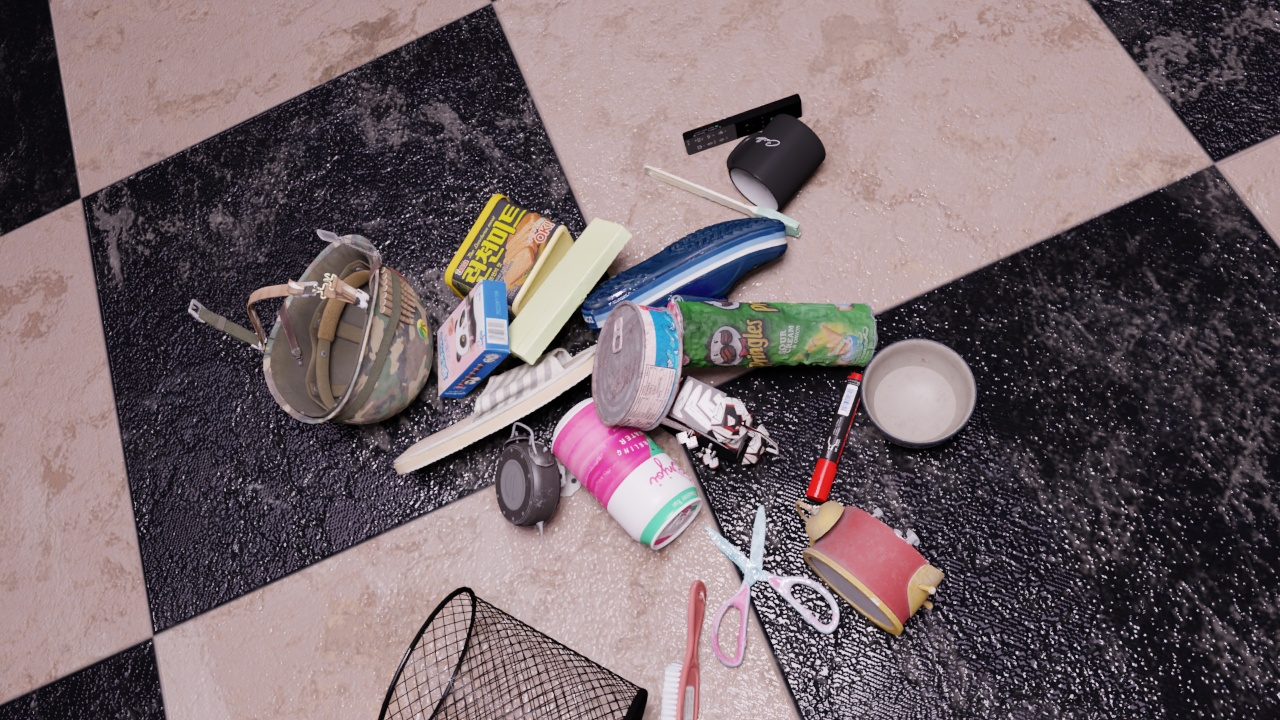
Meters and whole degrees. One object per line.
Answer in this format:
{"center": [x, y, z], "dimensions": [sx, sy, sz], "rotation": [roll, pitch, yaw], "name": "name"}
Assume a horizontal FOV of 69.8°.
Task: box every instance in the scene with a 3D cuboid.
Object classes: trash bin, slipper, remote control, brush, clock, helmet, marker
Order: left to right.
{"center": [-0.349, -0.039, 1.042], "dimensions": [0.193, 0.236, 0.224], "rotation": [-16, 76, 32], "name": "helmet"}
{"center": [-0.165, 0.050, 1.043], "dimensions": [0.273, 0.114, 0.054], "rotation": [-30, 101, 4], "name": "slipper"}
{"center": [-0.116, 0.348, 0.890], "dimensions": [0.210, 0.184, 0.183], "rotation": [20, 76, 12], "name": "trash bin"}
{"center": [-0.120, 0.130, 1.005], "dimensions": [0.091, 0.043, 0.123], "rotation": [19, 104, 52], "name": "clock"}
{"center": [0.043, 0.311, 0.939], "dimensions": [0.030, 0.041, 0.172], "rotation": [-4, 68, 29], "name": "brush"}
{"center": [0.054, -0.087, 1.053], "dimensions": [0.252, 0.105, 0.095], "rotation": [-25, 105, -10], "name": "slipper"}
{"center": [0.075, 0.073, 0.970], "dimensions": [0.155, 0.114, 0.065], "rotation": [19, 75, 35], "name": "clock"}
{"center": [0.095, -0.196, 1.112], "dimensions": [0.218, 0.033, 0.012], "rotation": [26, 76, 21], "name": "brush"}
{"center": [0.127, -0.292, 1.136], "dimensions": [0.150, 0.034, 0.013], "rotation": [-18, 68, 6], "name": "remote control"}
{"center": [0.213, 0.082, 0.990], "dimensions": [0.021, 0.023, 0.144], "rotation": [28, 75, -22], "name": "marker"}
{"center": [0.218, 0.187, 0.904], "dimensions": [0.159, 0.117, 0.081], "rotation": [38, 78, 28], "name": "clock"}

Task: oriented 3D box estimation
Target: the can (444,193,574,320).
{"center": [-0.157, -0.121, 1.119], "dimensions": [0.101, 0.072, 0.130], "rotation": [26, 78, 17], "name": "can"}

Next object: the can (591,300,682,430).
{"center": [-0.006, 0.005, 0.948], "dimensions": [0.044, 0.130, 0.129], "rotation": [9, 68, -24], "name": "can"}

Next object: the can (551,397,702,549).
{"center": [-0.016, 0.119, 0.991], "dimensions": [0.088, 0.088, 0.166], "rotation": [-44, 68, -6], "name": "can"}

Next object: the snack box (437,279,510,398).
{"center": [-0.195, -0.022, 1.058], "dimensions": [0.033, 0.155, 0.087], "rotation": [7, 65, -30], "name": "snack box"}

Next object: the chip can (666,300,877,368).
{"center": [0.140, -0.027, 0.978], "dimensions": [0.223, 0.076, 0.075], "rotation": [-1, 69, -11], "name": "chip can"}

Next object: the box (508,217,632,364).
{"center": [-0.093, -0.081, 1.058], "dimensions": [0.048, 0.140, 0.187], "rotation": [39, 85, -12], "name": "box"}

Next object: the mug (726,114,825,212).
{"center": [0.152, -0.239, 1.097], "dimensions": [0.088, 0.078, 0.113], "rotation": [-49, 42, -7], "name": "mug"}

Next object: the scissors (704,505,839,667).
{"center": [0.135, 0.237, 0.958], "dimensions": [0.168, 0.014, 0.170], "rotation": [5, 69, 15], "name": "scissors"}

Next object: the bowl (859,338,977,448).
{"center": [0.290, 0.041, 0.968], "dimensions": [0.115, 0.059, 0.115], "rotation": [-4, 70, 11], "name": "bowl"}

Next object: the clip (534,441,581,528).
{"center": [-0.100, 0.136, 1.036], "dimensions": [0.054, 0.041, 0.101], "rotation": [-13, 69, 21], "name": "clip"}
